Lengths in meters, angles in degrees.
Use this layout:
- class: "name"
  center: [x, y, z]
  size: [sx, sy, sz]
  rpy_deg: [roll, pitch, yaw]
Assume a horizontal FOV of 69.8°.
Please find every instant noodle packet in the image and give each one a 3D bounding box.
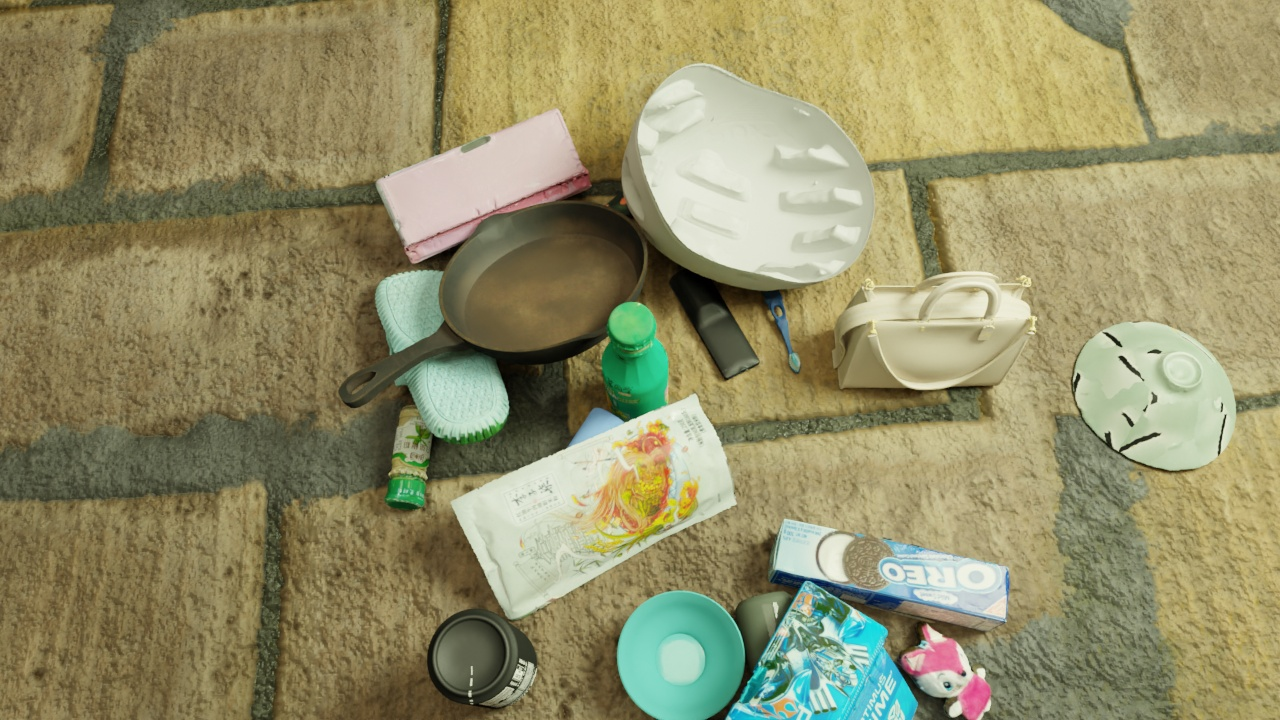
- class: "instant noodle packet"
  center: [-0.039, 0.147, 0.930]
  size: [0.269, 0.057, 0.147]
  rpy_deg: [-25, 104, -11]

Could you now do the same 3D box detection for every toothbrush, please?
- class: "toothbrush"
  center: [0.159, -0.047, 1.045]
  size: [0.021, 0.016, 0.132]
  rpy_deg: [-13, 68, -6]

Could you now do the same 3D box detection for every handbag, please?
- class: "handbag"
  center: [0.303, -0.040, 0.938]
  size: [0.194, 0.198, 0.101]
  rpy_deg: [-1, 68, 2]

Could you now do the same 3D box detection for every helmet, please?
- class: "helmet"
  center: [0.120, -0.191, 1.014]
  size: [0.282, 0.184, 0.224]
  rpy_deg: [13, 77, 3]

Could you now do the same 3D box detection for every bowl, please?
- class: "bowl"
  center: [0.040, 0.290, 0.896]
  size: [0.121, 0.046, 0.121]
  rpy_deg: [-1, 68, 2]
- class: "bowl"
  center: [0.560, 0.023, 0.973]
  size: [0.174, 0.068, 0.174]
  rpy_deg: [-1, 65, 2]

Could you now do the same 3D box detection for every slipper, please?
- class: "slipper"
  center: [-0.216, -0.002, 1.013]
  size: [0.116, 0.070, 0.276]
  rpy_deg: [-17, 50, -15]

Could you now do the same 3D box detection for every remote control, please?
- class: "remote control"
  center: [0.083, -0.046, 1.046]
  size: [0.045, 0.021, 0.140]
  rpy_deg: [-26, 70, -7]

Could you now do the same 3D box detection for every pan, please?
- class: "pan"
  center: [-0.152, -0.047, 0.971]
  size: [0.355, 0.043, 0.249]
  rpy_deg: [-34, 50, -15]

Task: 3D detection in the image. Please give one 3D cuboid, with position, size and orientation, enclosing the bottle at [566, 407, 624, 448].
- class: "bottle"
  center: [-0.064, 0.115, 0.971]
  size: [0.048, 0.048, 0.131]
  rpy_deg: [29, 72, 13]

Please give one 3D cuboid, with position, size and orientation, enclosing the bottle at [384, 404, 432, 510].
- class: "bottle"
  center: [-0.247, 0.104, 0.988]
  size: [0.043, 0.043, 0.109]
  rpy_deg: [2, 67, 3]

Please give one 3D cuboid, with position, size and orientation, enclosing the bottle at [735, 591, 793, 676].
- class: "bottle"
  center: [0.132, 0.283, 0.888]
  size: [0.060, 0.060, 0.108]
  rpy_deg: [-12, 68, -3]

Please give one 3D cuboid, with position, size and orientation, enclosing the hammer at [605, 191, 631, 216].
- class: "hammer"
  center: [-0.031, -0.178, 1.102]
  size: [0.332, 0.033, 0.133]
  rpy_deg: [-38, 71, -14]

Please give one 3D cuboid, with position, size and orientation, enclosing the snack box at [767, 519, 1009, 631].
- class: "snack box"
  center: [0.244, 0.214, 0.914]
  size: [0.226, 0.059, 0.059]
  rpy_deg: [12, 65, 7]

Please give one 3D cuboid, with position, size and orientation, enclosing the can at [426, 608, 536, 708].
- class: "can"
  center: [-0.144, 0.280, 0.854]
  size: [0.080, 0.146, 0.080]
  rpy_deg: [-1, 68, 2]

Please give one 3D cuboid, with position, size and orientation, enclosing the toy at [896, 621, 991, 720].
- class: "toy"
  center: [0.300, 0.299, 0.880]
  size: [0.102, 0.050, 0.065]
  rpy_deg: [45, 52, 8]

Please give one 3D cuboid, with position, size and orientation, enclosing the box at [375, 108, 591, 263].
- class: "box"
  center: [-0.184, -0.212, 1.068]
  size: [0.232, 0.099, 0.099]
  rpy_deg: [-24, 43, -7]

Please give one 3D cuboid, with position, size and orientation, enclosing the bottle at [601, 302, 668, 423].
- class: "bottle"
  center: [-0.005, 0.005, 0.926]
  size: [0.068, 0.210, 0.068]
  rpy_deg: [-1, 67, 1]

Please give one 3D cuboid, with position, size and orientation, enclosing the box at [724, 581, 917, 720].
- class: "box"
  center: [0.158, 0.333, 0.797]
  size: [0.174, 0.064, 0.242]
  rpy_deg: [43, 53, -1]
